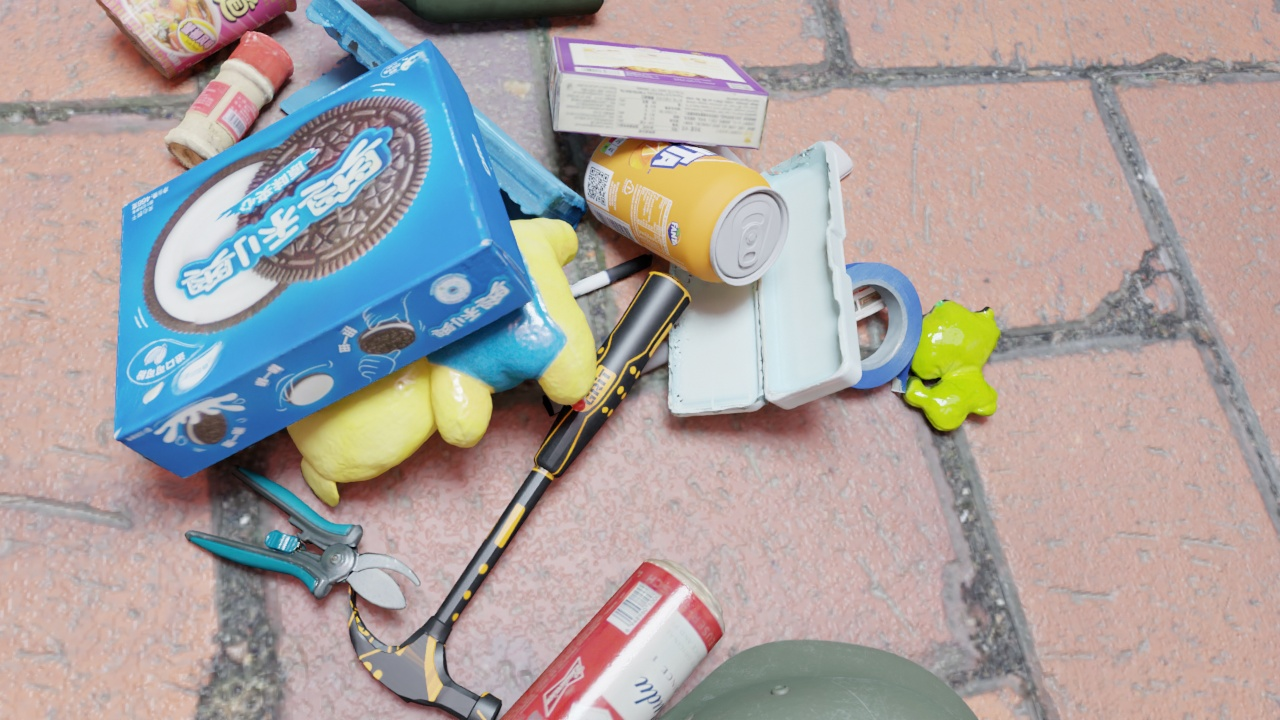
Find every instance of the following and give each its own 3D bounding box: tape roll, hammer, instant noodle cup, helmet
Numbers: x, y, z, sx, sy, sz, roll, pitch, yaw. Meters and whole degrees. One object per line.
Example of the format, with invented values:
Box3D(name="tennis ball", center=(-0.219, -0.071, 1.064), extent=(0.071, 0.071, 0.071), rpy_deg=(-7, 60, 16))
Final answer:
Box3D(name="tape roll", center=(0.161, -0.026, 0.665), extent=(0.093, 0.016, 0.091), rpy_deg=(11, 91, -22))
Box3D(name="hammer", center=(-0.065, 0.070, 0.594), extent=(0.123, 0.036, 0.320), rpy_deg=(31, 73, 9))
Box3D(name="instant noodle cup", center=(-0.327, -0.267, 0.669), extent=(0.097, 0.098, 0.108), rpy_deg=(43, 76, 8))
Box3D(name="helmet", center=(0.095, 0.266, 0.492), extent=(0.268, 0.154, 0.226), rpy_deg=(-12, 70, -2))

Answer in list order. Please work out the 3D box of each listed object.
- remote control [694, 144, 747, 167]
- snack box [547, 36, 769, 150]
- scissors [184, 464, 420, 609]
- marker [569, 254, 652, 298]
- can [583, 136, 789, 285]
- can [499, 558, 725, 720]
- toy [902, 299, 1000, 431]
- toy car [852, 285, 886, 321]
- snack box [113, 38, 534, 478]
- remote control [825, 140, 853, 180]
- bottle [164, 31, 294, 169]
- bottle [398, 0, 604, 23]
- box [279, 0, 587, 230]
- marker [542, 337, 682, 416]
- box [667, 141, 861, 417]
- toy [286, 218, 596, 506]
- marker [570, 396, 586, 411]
Box3D(name="remote control", center=(0.027, -0.185, 0.739), extent=(0.045, 0.008, 0.146), rpy_deg=(-39, 79, -21))
Box3D(name="snack box", center=(0.007, -0.198, 0.669), extent=(0.143, 0.041, 0.147), rpy_deg=(3, 28, -9))
Box3D(name="scissors", center=(-0.211, 0.112, 0.563), extent=(0.153, 0.019, 0.128), rpy_deg=(-17, 64, -8))
Box3D(name="marker", center=(-0.056, -0.048, 0.668), extent=(0.152, 0.011, 0.011), rpy_deg=(-24, 74, -18))
Box3D(name="can", center=(0.029, -0.109, 0.638), extent=(0.079, 0.079, 0.142), rpy_deg=(-34, 44, -21))
Box3D(name="can", center=(-0.023, 0.197, 0.545), extent=(0.067, 0.067, 0.169), rpy_deg=(43, 68, 8))
Box3D(name="toy", center=(0.235, 0.002, 0.688), extent=(0.094, 0.036, 0.093), rpy_deg=(-22, 79, -11))
Box3D(name="toy car", center=(0.141, -0.037, 0.687), extent=(0.113, 0.039, 0.039), rpy_deg=(-26, 96, -18))
Box3D(name="snack box", center=(-0.198, -0.066, 0.550), extent=(0.239, 0.056, 0.195), rpy_deg=(-26, 54, 6))
Box3D(name="remote control", center=(0.117, -0.134, 0.732), extent=(0.130, 0.012, 0.033), rpy_deg=(-37, 79, -21))
Box3D(name="bottle", center=(-0.296, -0.186, 0.664), extent=(0.044, 0.044, 0.109), rpy_deg=(24, 67, 0))
Box3D(name="bottle", center=(-0.134, -0.306, 0.725), extent=(0.206, 0.072, 0.071), rpy_deg=(-9, 70, -13))
Box3D(name="box", center=(-0.159, -0.153, 0.669), extent=(0.231, 0.094, 0.102), rpy_deg=(41, 96, 7))
Box3D(name="marker", center=(-0.004, 0.004, 0.654), extent=(0.140, 0.016, 0.016), rpy_deg=(-24, 74, -18))
Box3D(name="box", center=(0.084, -0.057, 0.649), extent=(0.137, 0.049, 0.196), rpy_deg=(-14, 56, 23))
Box3D(name="toy", center=(-0.135, -0.009, 0.574), extent=(0.214, 0.084, 0.148), rpy_deg=(-21, 56, 8))
Box3D(name="marker", center=(-0.053, -0.022, 0.615), extent=(0.012, 0.013, 0.142), rpy_deg=(-6, 49, -12))
